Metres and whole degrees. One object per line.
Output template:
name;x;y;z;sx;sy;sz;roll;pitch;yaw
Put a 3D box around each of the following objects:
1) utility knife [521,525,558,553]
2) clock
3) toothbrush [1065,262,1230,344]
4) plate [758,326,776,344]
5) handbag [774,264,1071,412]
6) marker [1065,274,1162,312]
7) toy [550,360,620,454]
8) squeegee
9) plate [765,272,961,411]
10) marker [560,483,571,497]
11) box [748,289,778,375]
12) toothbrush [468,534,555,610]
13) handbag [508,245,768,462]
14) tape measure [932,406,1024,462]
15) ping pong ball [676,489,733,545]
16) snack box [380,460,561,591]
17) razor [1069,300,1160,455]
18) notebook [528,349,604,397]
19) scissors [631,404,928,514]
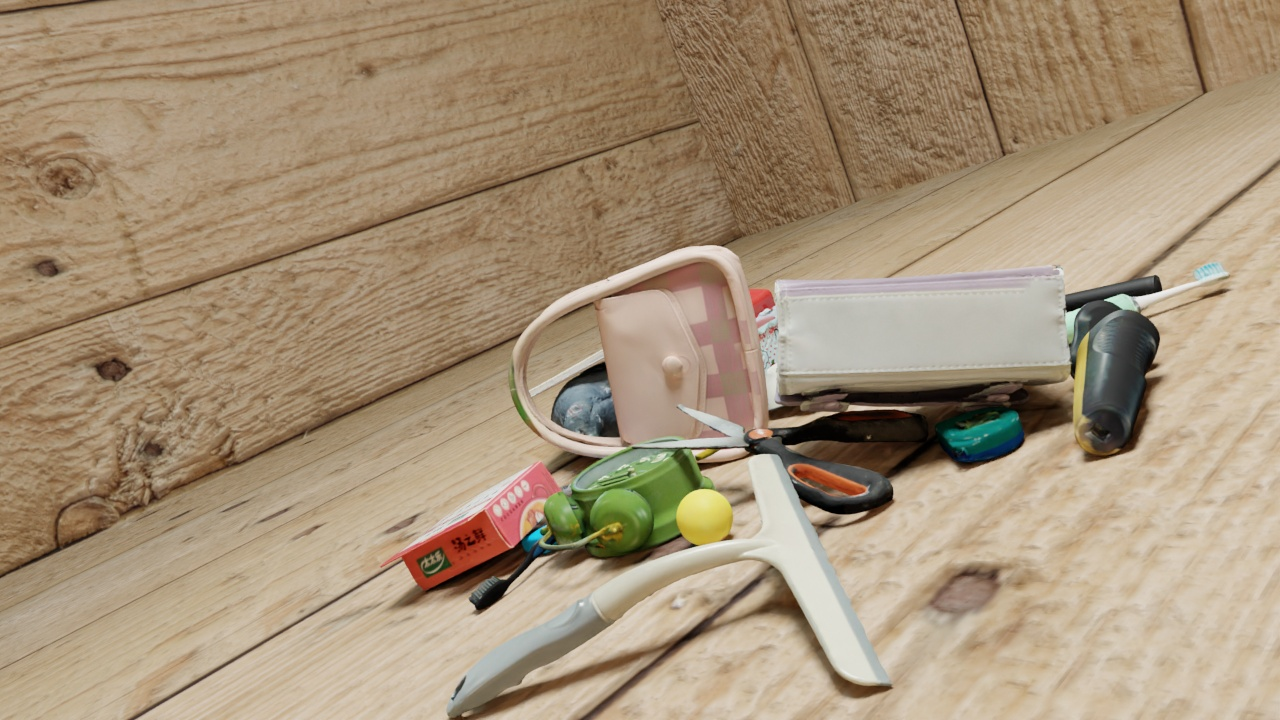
utility knife;-0.015;0.120;0.833;0.208;0.018;0.034;-26;9;-35
clock;-0.012;0.113;0.734;0.116;0.056;0.160;-14;12;48
toothbrush;0.383;-0.034;0.778;0.225;0.027;0.026;-20;-28;11
plate;0.113;-0.038;1.130;0.164;0.034;0.163;32;40;28
handbag;0.199;-0.010;0.693;0.197;0.098;0.145;-2;-5;9
marker;0.415;-0.056;0.860;0.132;0.020;0.022;-13;29;46
toy;-0.035;0.048;1.056;0.138;0.091;0.355;-28;4;22
squeegee;-0.012;0.144;0.534;0.247;0.039;0.246;-26;19;6
plate;0.234;-0.024;0.939;0.266;0.034;0.162;-28;3;6
marker;-0.063;0.128;0.905;0.145;0.017;0.017;-20;9;9
box;0.093;-0.003;1.018;0.113;0.100;0.200;2;23;41
toothbrush;-0.073;0.144;0.762;0.016;0.014;0.189;12;36;36
handbag;-0.005;0.005;0.851;0.234;0.193;0.093;-11;9;2
tape measure;0.234;0.049;0.634;0.054;0.025;0.058;-22;9;6
ping pong ball;0.046;0.112;0.653;0.040;0.040;0.040;-21;9;3
snack box;-0.145;0.151;0.810;0.113;0.044;0.126;-30;4;28
razor;0.310;0.013;0.613;0.068;0.062;0.167;-53;-7;38
notebook;-0.026;-0.016;1.036;0.209;0.012;0.150;-29;2;21
scissors;0.111;0.062;0.689;0.220;0.022;0.230;-9;20;-11
